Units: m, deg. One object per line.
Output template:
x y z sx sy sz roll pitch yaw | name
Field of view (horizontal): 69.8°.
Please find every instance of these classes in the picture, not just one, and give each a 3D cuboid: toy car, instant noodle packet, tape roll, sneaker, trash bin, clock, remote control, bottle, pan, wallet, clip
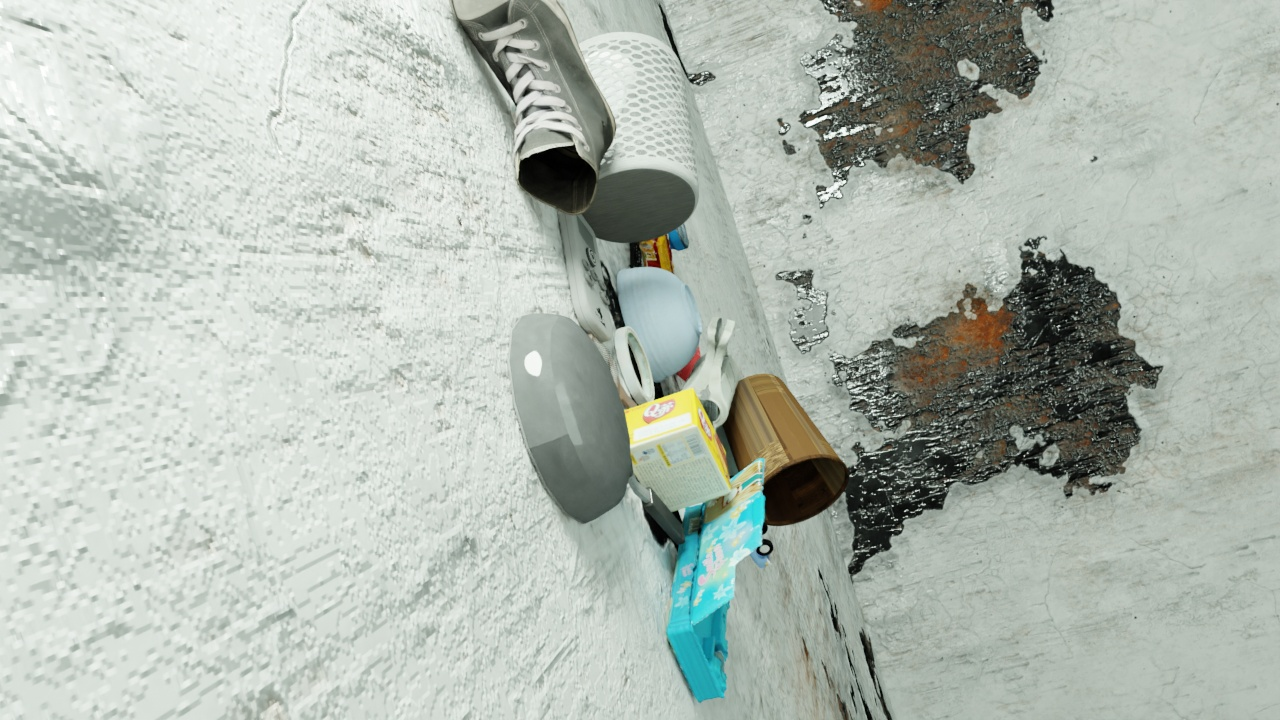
0.128 0.211 1.213 0.153 0.055 0.056 58 12 -25 | toy car
0.028 -0.122 1.274 0.098 0.040 0.135 -85 165 -67 | instant noodle packet
-0.006 0.006 1.047 0.093 0.013 0.093 -17 90 -78 | tape roll
-0.101 -0.248 0.839 0.235 0.095 0.119 60 26 -43 | sneaker
-0.016 -0.246 1.039 0.156 0.157 0.183 49 29 -59 | trash bin
0.023 -0.221 1.376 0.161 0.060 0.116 32 43 -68 | clock
-0.056 -0.092 0.958 0.074 0.019 0.151 50 25 -59 | remote control
0.063 -0.014 1.296 0.042 0.042 0.141 57 20 -48 | bottle
-0.018 0.088 0.823 0.357 0.041 0.178 56 21 -51 | pan
0.111 0.125 1.291 0.100 0.054 0.131 49 25 -34 | wallet
0.099 0.023 1.159 0.104 0.152 0.126 31 25 -1 | clip
-0.006 -0.149 1.262 0.139 0.009 0.030 -91 159 -51 | remote control

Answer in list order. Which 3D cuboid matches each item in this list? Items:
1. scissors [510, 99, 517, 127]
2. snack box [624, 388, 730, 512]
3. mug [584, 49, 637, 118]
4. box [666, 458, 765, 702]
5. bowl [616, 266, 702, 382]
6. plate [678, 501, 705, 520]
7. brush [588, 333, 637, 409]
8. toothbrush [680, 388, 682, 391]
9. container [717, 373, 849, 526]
-0.116 -0.261 0.959 0.128 0.013 0.065 -90 159 -51 | scissors
0.037 0.095 0.949 0.061 0.084 0.106 -93 159 -53 | snack box
-0.050 -0.361 1.207 0.106 0.083 0.082 -75 144 -65 | mug
0.074 0.212 0.947 0.226 0.084 0.172 -72 175 -66 | box
0.032 -0.054 1.151 0.150 0.075 0.150 -18 90 -78 | bowl
0.072 0.155 1.105 0.134 0.011 0.134 23 62 -53 | plate
-0.022 0.025 0.952 0.136 0.015 0.049 56 22 -51 | brush
0.064 0.103 1.196 0.024 0.022 0.185 88 -4 -45 | toothbrush
0.177 0.110 1.207 0.132 0.132 0.167 58 7 -46 | container
